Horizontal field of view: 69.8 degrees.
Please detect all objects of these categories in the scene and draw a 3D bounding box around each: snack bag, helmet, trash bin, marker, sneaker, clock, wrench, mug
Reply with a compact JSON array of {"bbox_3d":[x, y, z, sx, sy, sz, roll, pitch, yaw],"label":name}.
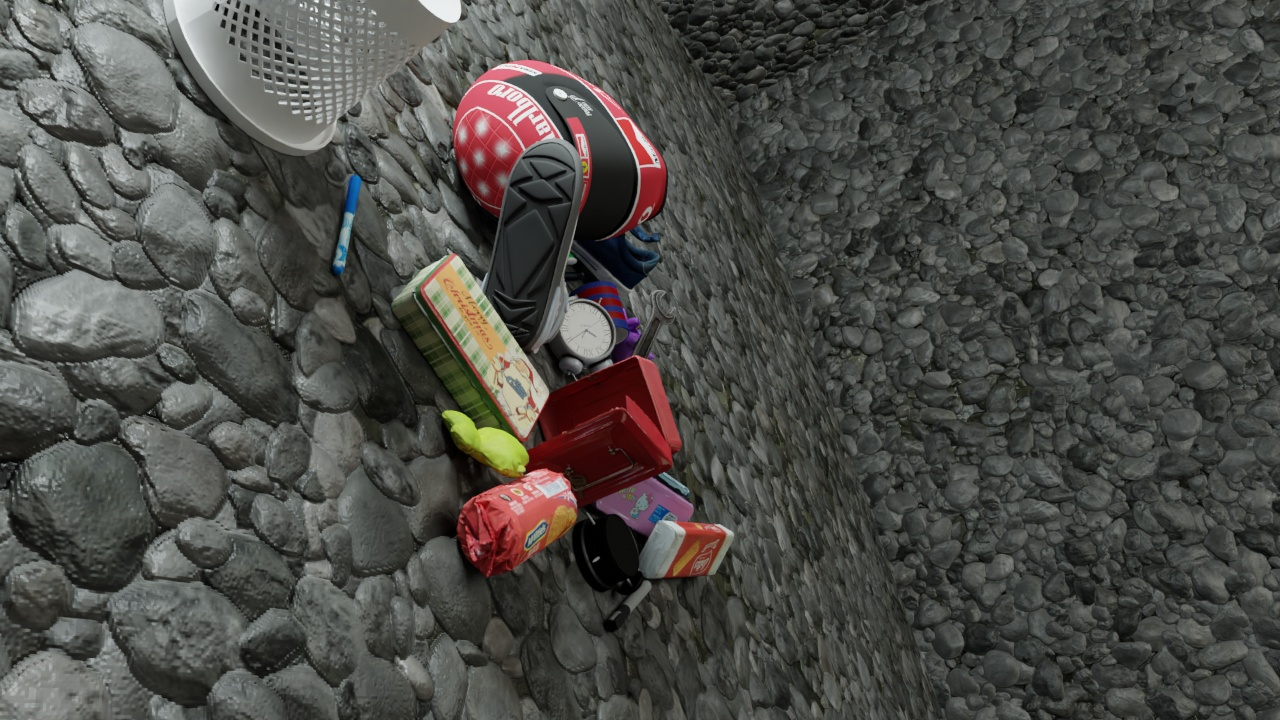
[{"bbox_3d":[0.066,0.266,1.285,0.041,0.077,0.225,29,3,30],"label":"snack bag"},{"bbox_3d":[-0.123,-0.267,1.198,0.271,0.198,0.224,46,38,14],"label":"helmet"},{"bbox_3d":[-0.288,-0.325,0.852,0.195,0.200,0.195,52,23,-34],"label":"trash bin"},{"bbox_3d":[-0.013,0.299,1.123,0.016,0.016,0.140,66,19,2],"label":"marker"},{"bbox_3d":[-0.124,0.157,0.915,0.082,0.082,0.176,67,19,4],"label":"snack bag"},{"bbox_3d":[-0.291,-0.136,0.909,0.013,0.013,0.141,47,27,-43],"label":"marker"},{"bbox_3d":[-0.069,-0.219,1.401,0.294,0.127,0.120,41,21,-37],"label":"sneaker"},{"bbox_3d":[-0.078,-0.026,1.245,0.094,0.035,0.122,2,70,-32],"label":"clock"},{"bbox_3d":[-0.033,0.233,1.108,0.120,0.043,0.091,44,29,-48],"label":"clock"},{"bbox_3d":[-0.114,-0.133,1.118,0.160,0.093,0.257,-10,116,-78],"label":"sneaker"},{"bbox_3d":[-0.008,0.008,1.315,0.070,0.010,0.272,43,54,-27],"label":"wrench"},{"bbox_3d":[-0.075,-0.066,1.328,0.111,0.075,0.076,3,62,-41],"label":"mug"}]

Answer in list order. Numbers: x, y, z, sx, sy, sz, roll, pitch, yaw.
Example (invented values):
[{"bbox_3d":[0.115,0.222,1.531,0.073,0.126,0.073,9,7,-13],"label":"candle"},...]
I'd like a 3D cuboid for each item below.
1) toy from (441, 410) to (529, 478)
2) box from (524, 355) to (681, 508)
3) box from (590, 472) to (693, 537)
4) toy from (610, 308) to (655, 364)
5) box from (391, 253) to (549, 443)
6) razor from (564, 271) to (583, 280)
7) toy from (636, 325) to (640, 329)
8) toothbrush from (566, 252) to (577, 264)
[{"bbox_3d":[-0.157,0.085,0.931,0.093,0.036,0.094,26,12,-40],"label":"toy"},{"bbox_3d":[-0.049,0.077,1.085,0.152,0.157,0.165,55,19,-34],"label":"box"},{"bbox_3d":[-0.016,0.168,1.237,0.093,0.089,0.214,32,-5,39],"label":"box"},{"bbox_3d":[-0.020,-0.027,1.393,0.055,0.106,0.088,-6,45,-36],"label":"toy"},{"bbox_3d":[-0.180,-0.008,1.000,0.205,0.050,0.117,58,19,-18],"label":"box"},{"bbox_3d":[-0.115,-0.128,1.361,0.043,0.022,0.144,28,7,15],"label":"razor"},{"bbox_3d":[-0.006,-0.005,1.471,0.055,0.041,0.102,123,-47,-86],"label":"toy"},{"bbox_3d":[-0.136,-0.155,1.344,0.016,0.015,0.186,64,19,9],"label":"toothbrush"}]
